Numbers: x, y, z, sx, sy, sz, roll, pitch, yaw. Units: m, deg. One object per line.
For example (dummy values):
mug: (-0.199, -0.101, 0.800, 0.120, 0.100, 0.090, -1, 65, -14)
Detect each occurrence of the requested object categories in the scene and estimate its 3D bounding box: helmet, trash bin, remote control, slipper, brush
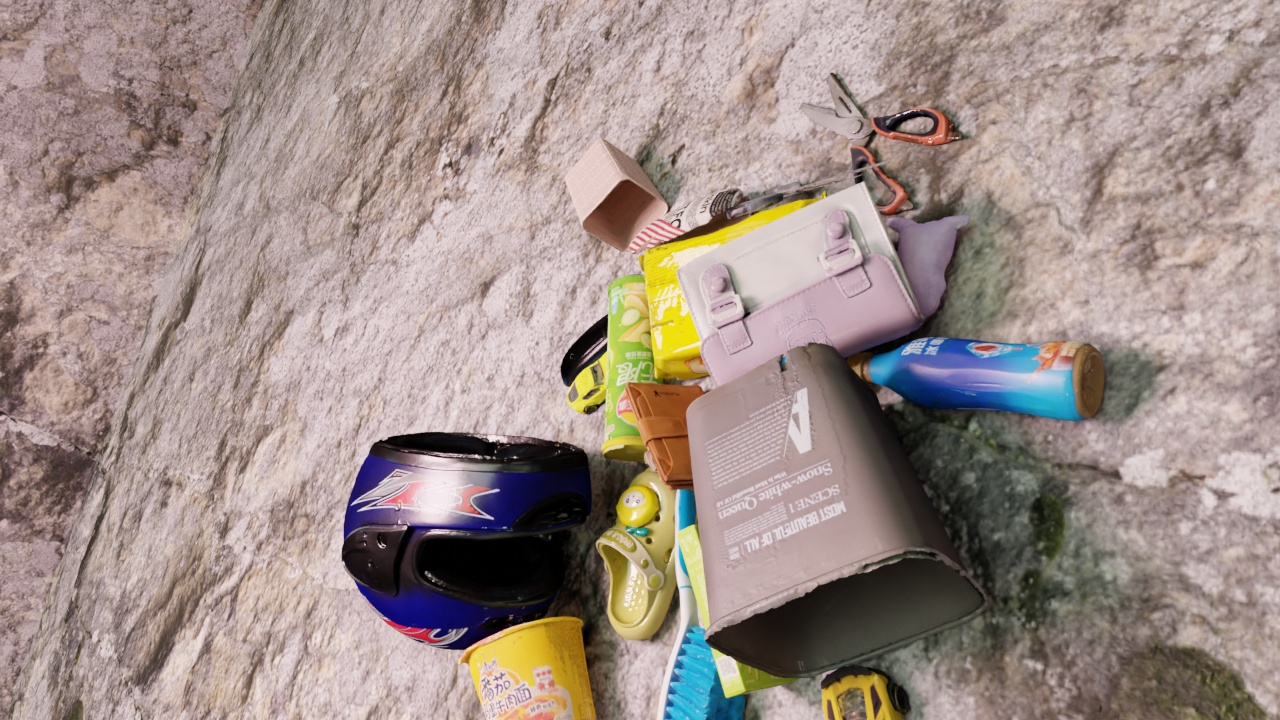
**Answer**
helmet: (-0.195, 0.209, 1.054, 0.316, 0.246, 0.240, 1, 92, 41)
trash bin: (0.149, 0.126, 0.787, 0.199, 0.198, 0.219, -28, 51, 21)
remote control: (-0.061, -0.019, 1.175, 0.137, 0.024, 0.053, -42, 50, 24)
slipper: (-0.001, 0.205, 0.986, 0.092, 0.081, 0.190, 8, 81, 43)
brush: (0.057, 0.266, 0.912, 0.110, 0.060, 0.314, 0, 78, 49)

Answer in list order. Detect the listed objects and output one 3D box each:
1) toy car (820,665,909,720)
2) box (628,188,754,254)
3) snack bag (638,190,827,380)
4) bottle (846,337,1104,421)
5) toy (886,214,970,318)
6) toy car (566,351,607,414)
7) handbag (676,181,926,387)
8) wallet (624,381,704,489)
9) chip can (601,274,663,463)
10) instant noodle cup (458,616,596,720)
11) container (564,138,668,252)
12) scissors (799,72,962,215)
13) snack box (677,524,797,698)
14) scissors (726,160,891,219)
toy car: (0.197, 0.336, 0.768, 0.071, 0.041, 0.155, -30, 56, 33)
box: (0.067, -0.150, 1.100, 0.164, 0.081, 0.074, -23, 27, 37)
snack bag: (0.103, -0.075, 0.993, 0.247, 0.068, 0.158, -15, 74, 36)
bottle: (0.281, 0.012, 0.804, 0.219, 0.065, 0.065, 4, 76, 44)
toy: (0.265, -0.090, 0.882, 0.084, 0.039, 0.108, 9, 84, 44)
toy car: (-0.052, 0.023, 1.145, 0.105, 0.032, 0.048, -40, 49, 23)
handbag: (0.149, -0.059, 0.864, 0.197, 0.098, 0.145, -25, 74, 18)
wallet: (0.045, 0.079, 0.977, 0.031, 0.107, 0.131, -59, 40, 36)
chip can: (-0.006, 0.006, 1.079, 0.073, 0.072, 0.221, -17, 62, 38)
instant noodle cup: (-0.116, 0.356, 1.000, 0.138, 0.138, 0.109, -34, 60, 29)
container: (-0.036, -0.219, 1.191, 0.090, 0.090, 0.110, -44, 45, 22)
scissors: (0.247, -0.240, 0.981, 0.222, 0.015, 0.189, -1, 73, 45)
snack box: (0.091, 0.231, 0.866, 0.026, 0.085, 0.156, -35, 60, 34)
scissors: (0.173, -0.181, 0.969, 0.181, 0.159, 0.014, -17, 102, 7)
